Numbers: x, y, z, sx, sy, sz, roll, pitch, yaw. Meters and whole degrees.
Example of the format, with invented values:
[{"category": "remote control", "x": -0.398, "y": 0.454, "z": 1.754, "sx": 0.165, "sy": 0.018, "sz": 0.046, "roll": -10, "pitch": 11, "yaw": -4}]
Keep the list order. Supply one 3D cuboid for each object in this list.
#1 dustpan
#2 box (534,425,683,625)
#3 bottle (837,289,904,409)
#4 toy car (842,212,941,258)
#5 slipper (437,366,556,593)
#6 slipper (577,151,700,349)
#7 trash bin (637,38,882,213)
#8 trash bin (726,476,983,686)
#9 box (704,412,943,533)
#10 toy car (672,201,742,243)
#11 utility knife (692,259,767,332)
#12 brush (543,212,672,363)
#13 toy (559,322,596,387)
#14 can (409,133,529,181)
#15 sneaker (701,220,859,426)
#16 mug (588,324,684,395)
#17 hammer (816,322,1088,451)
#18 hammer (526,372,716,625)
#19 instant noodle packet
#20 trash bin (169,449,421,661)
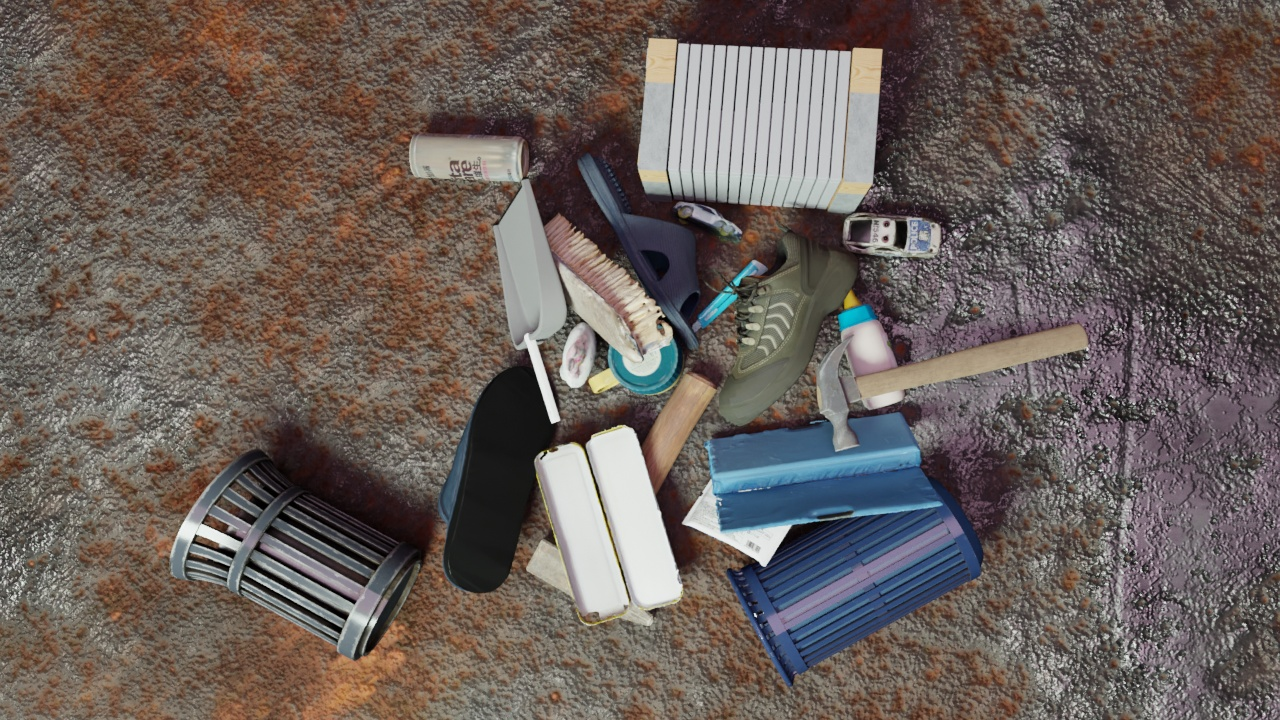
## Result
[{"category": "dustpan", "x": -0.122, "y": -0.057, "z": 1.040, "sx": 0.033, "sy": 0.163, "sz": 0.257, "roll": -16, "pitch": 86, "yaw": -22}, {"category": "box", "x": -0.037, "y": 0.188, "z": 1.046, "sx": 0.129, "sy": 0.034, "sz": 0.209, "roll": -18, "pitch": 84, "yaw": 7}, {"category": "bottle", "x": 0.260, "y": -0.018, "z": 1.057, "sx": 0.051, "sy": 0.051, "sz": 0.146, "roll": -18, "pitch": 85, "yaw": 4}, {"category": "toy car", "x": 0.293, "y": -0.146, "z": 1.067, "sx": 0.113, "sy": 0.040, "sz": 0.048, "roll": 4, "pitch": 88, "yaw": 5}, {"category": "slipper", "x": -0.180, "y": 0.133, "z": 1.066, "sx": 0.108, "sy": 0.084, "sz": 0.265, "roll": 26, "pitch": 68, "yaw": -36}, {"category": "slipper", "x": 0.018, "y": -0.140, "z": 1.063, "sx": 0.082, "sy": 0.101, "sz": 0.263, "roll": -30, "pitch": 81, "yaw": 3}, {"category": "trash bin", "x": 0.130, "y": -0.259, "z": 1.036, "sx": 0.247, "sy": 0.142, "sz": 0.142, "roll": 5, "pitch": 87, "yaw": 5}, {"category": "trash bin", "x": 0.236, "y": 0.232, "z": 1.004, "sx": 0.249, "sy": 0.139, "sz": 0.139, "roll": -29, "pitch": 85, "yaw": 1}, {"category": "box", "x": 0.192, "y": 0.123, "z": 1.000, "sx": 0.231, "sy": 0.174, "sz": 0.033, "roll": -9, "pitch": 116, "yaw": 3}, {"category": "toy car", "x": 0.081, "y": -0.166, "z": 1.088, "sx": 0.090, "sy": 0.039, "sz": 0.027, "roll": 24, "pitch": 85, "yaw": 6}, {"category": "utility knife", "x": 0.104, "y": -0.074, "z": 1.093, "sx": 0.116, "sy": 0.015, "sz": 0.022, "roll": -46, "pitch": 112, "yaw": 3}, {"category": "brush", "x": -0.053, "y": -0.082, "z": 1.002, "sx": 0.056, "sy": 0.271, "sz": 0.083, "roll": -32, "pitch": 128, "yaw": -11}, {"category": "toy", "x": -0.070, "y": -0.006, "z": 1.050, "sx": 0.037, "sy": 0.125, "sz": 0.076, "roll": 16, "pitch": 91, "yaw": -5}, {"category": "can", "x": -0.206, "y": -0.246, "z": 1.110, "sx": 0.136, "sy": 0.054, "sz": 0.054, "roll": 3, "pitch": 87, "yaw": 5}, {"category": "sneaker", "x": 0.132, "y": -0.053, "z": 1.035, "sx": 0.143, "sy": 0.101, "sz": 0.238, "roll": 33, "pitch": 85, "yaw": -8}, {"category": "mug", "x": -0.006, "y": 0.006, "z": 1.052, "sx": 0.113, "sy": 0.107, "sz": 0.083, "roll": -27, "pitch": 87, "yaw": 3}, {"category": "hammer", "x": 0.352, "y": 0.006, "z": 1.022, "sx": 0.331, "sy": 0.031, "sz": 0.119, "roll": -13, "pitch": 80, "yaw": -9}, {"category": "hammer", "x": 0.007, "y": 0.152, "z": 1.077, "sx": 0.158, "sy": 0.037, "sz": 0.301, "roll": 28, "pitch": 90, "yaw": 6}, {"category": "instant noodle packet", "x": 0.114, "y": 0.169, "z": 1.028, "sx": 0.087, "sy": 0.134, "sz": 0.026, "roll": -55, "pitch": 129, "yaw": -14}, {"category": "trash bin", "x": -0.382, "y": 0.228, "z": 1.050, "sx": 0.227, "sy": 0.164, "sz": 0.164, "roll": 28, "pitch": 89, "yaw": 2}]
